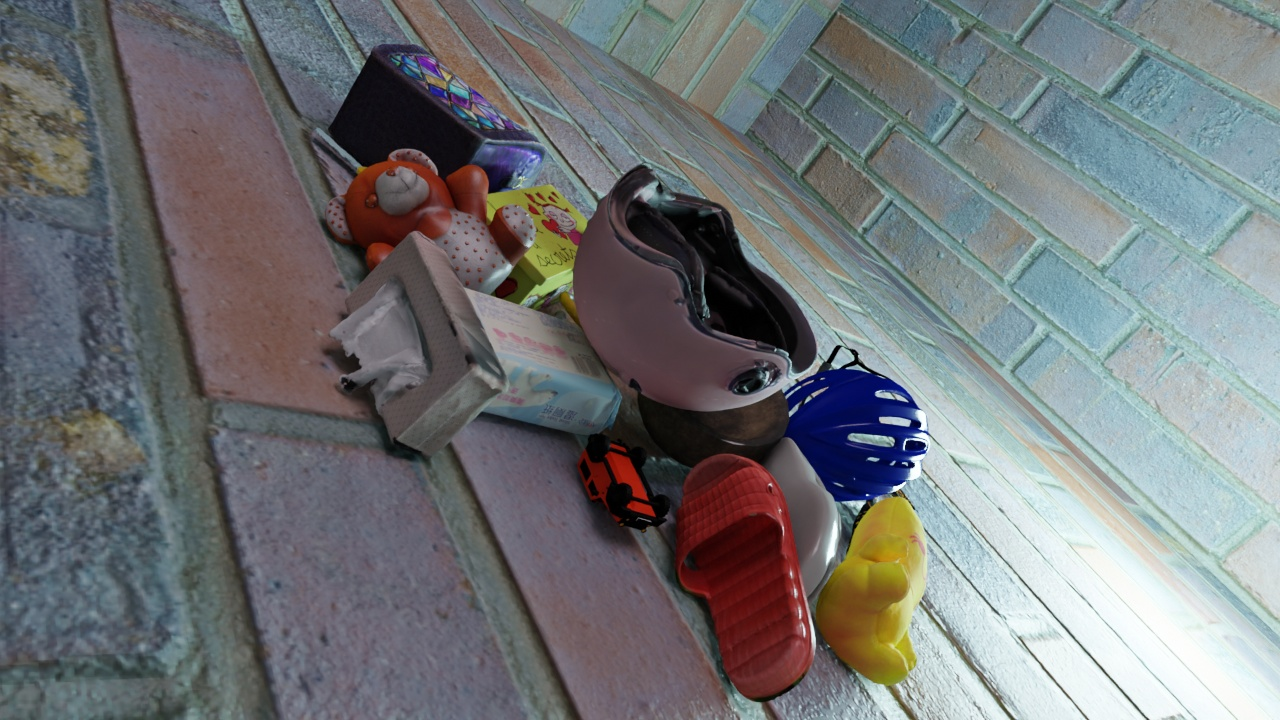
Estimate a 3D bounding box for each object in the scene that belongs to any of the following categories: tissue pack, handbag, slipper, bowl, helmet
[{"bbox_3d":[-0.180,-0.016,0.710,0.071,0.104,0.181,37,17,-50],"label":"tissue pack"},{"bbox_3d":[-0.235,-0.272,1.111,0.205,0.126,0.221,39,20,4],"label":"handbag"},{"bbox_3d":[0.145,0.164,0.859,0.080,0.113,0.265,45,14,-12],"label":"slipper"},{"bbox_3d":[0.074,0.155,0.748,0.059,0.104,0.248,42,18,-30],"label":"slipper"},{"bbox_3d":[0.069,0.049,0.958,0.162,0.070,0.162,18,39,-16],"label":"bowl"},{"bbox_3d":[0.043,-0.045,0.860,0.255,0.153,0.229,20,34,-39],"label":"helmet"},{"bbox_3d":[0.227,0.063,1.078,0.241,0.148,0.227,13,28,-30],"label":"helmet"},{"bbox_3d":[-0.110,0.003,0.817,0.181,0.070,0.112,17,29,-39],"label":"tissue pack"}]

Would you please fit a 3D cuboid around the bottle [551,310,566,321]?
[{"bbox_3d":[-0.091,-0.028,0.964,0.030,0.030,0.112,33,21,-11],"label":"bottle"}]

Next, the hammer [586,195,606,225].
[{"bbox_3d":[0.049,-0.054,1.117,0.324,0.034,0.169,45,26,-25],"label":"hammer"}]

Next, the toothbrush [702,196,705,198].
[{"bbox_3d":[0.022,-0.135,1.160,0.010,0.182,0.010,42,13,18],"label":"toothbrush"}]

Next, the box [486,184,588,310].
[{"bbox_3d":[-0.124,-0.126,1.033,0.124,0.082,0.220,46,20,5],"label":"box"}]

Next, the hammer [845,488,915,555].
[{"bbox_3d":[0.285,0.185,1.125,0.123,0.036,0.320,41,19,6],"label":"hammer"}]

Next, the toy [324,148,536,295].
[{"bbox_3d":[-0.205,-0.129,0.878,0.172,0.093,0.163,40,62,6],"label":"toy"}]

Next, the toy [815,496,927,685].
[{"bbox_3d":[0.226,0.220,0.879,0.088,0.134,0.193,-2,13,24],"label":"toy"}]

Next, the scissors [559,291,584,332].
[{"bbox_3d":[-0.005,0.007,1.044,0.228,0.016,0.134,48,11,8],"label":"scissors"}]

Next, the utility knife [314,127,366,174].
[{"bbox_3d":[-0.281,-0.188,1.011,0.218,0.019,0.030,45,16,6],"label":"utility knife"}]

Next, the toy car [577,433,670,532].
[{"bbox_3d":[-0.018,0.105,0.776,0.051,0.049,0.100,22,26,-36],"label":"toy car"}]
